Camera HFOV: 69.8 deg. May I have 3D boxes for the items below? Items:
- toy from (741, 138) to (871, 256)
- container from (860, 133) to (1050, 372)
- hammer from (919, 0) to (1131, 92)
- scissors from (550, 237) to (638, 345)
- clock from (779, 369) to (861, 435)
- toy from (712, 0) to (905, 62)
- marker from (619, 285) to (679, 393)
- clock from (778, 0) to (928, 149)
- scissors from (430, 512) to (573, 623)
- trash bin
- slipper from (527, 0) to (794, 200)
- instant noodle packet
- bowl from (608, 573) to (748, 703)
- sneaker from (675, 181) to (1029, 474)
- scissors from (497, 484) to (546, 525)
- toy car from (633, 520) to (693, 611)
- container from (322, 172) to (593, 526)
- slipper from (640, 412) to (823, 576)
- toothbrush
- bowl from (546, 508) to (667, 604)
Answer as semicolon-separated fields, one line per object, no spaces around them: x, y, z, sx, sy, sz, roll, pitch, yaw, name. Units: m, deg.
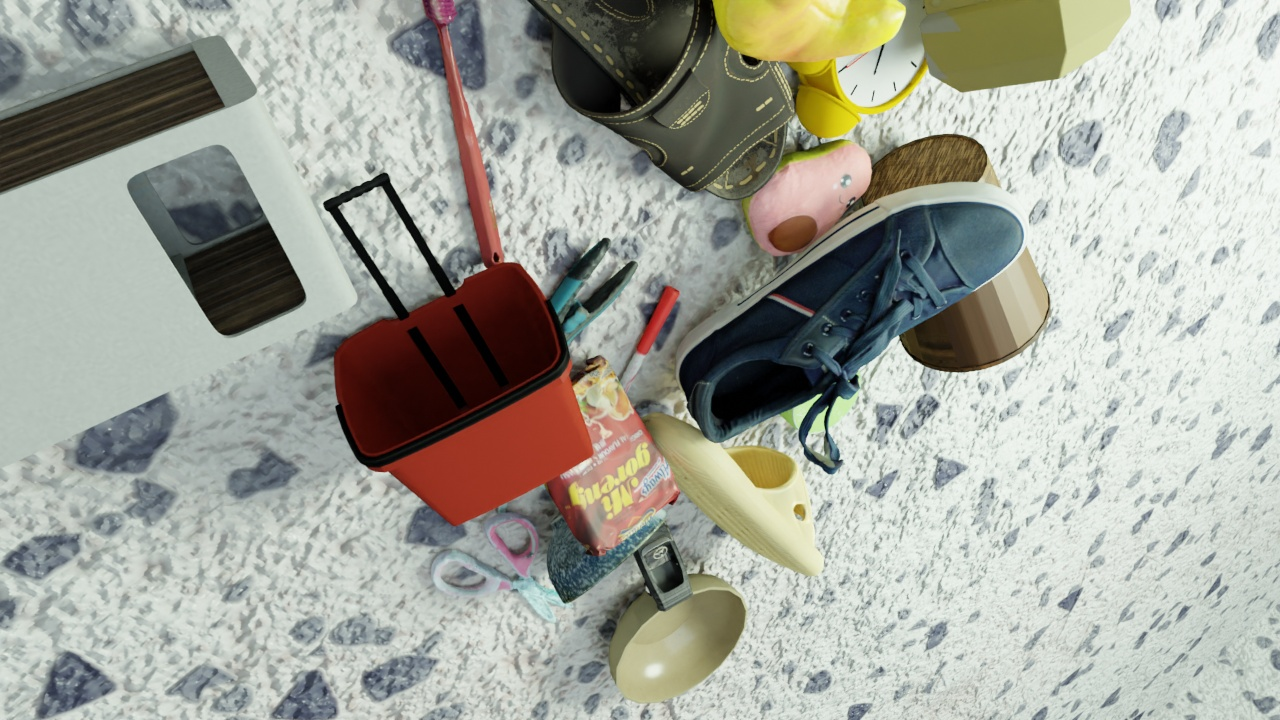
0.129;-0.131;0.707;0.110;0.051;0.090;-38;137;-7;toy
0.261;-0.094;0.778;0.132;0.132;0.167;-39;128;-5;container
0.328;-0.338;0.657;0.324;0.101;0.190;-32;114;-29;hammer
-0.055;-0.027;0.679;0.141;0.019;0.128;-16;128;-22;scissors
0.157;0.019;0.837;0.094;0.042;0.119;-42;134;-4;clock
0.073;-0.259;0.514;0.134;0.193;0.088;-4;166;-44;toy
-0.004;0.004;0.739;0.012;0.013;0.142;12;113;-39;marker
0.156;-0.228;0.660;0.151;0.052;0.113;-39;134;-11;clock
-0.118;0.199;0.801;0.103;0.016;0.179;-30;137;-7;scissors
-0.279;-0.050;0.445;0.228;0.114;0.115;-28;132;-15;trash bin
0.015;-0.183;0.566;0.113;0.075;0.267;-34;136;18;slipper
-0.033;0.073;0.704;0.098;0.040;0.135;-32;95;-30;instant noodle packet
0.031;0.269;0.920;0.152;0.050;0.152;-17;128;-24;bowl
0.161;-0.019;0.687;0.295;0.127;0.121;-31;120;17;sneaker
-0.119;0.083;0.717;0.133;0.015;0.135;-9;122;-30;scissors
0.017;0.183;0.840;0.040;0.037;0.092;-25;96;-18;toy car
-0.121;-0.001;0.579;0.148;0.127;0.201;-27;138;-4;container
0.090;0.106;0.823;0.261;0.111;0.079;46;68;-40;slipper
-0.106;-0.139;0.567;0.016;0.016;0.190;-23;130;-21;toothbrush
-0.039;0.143;0.769;0.114;0.061;0.114;-39;177;-3;bowl
